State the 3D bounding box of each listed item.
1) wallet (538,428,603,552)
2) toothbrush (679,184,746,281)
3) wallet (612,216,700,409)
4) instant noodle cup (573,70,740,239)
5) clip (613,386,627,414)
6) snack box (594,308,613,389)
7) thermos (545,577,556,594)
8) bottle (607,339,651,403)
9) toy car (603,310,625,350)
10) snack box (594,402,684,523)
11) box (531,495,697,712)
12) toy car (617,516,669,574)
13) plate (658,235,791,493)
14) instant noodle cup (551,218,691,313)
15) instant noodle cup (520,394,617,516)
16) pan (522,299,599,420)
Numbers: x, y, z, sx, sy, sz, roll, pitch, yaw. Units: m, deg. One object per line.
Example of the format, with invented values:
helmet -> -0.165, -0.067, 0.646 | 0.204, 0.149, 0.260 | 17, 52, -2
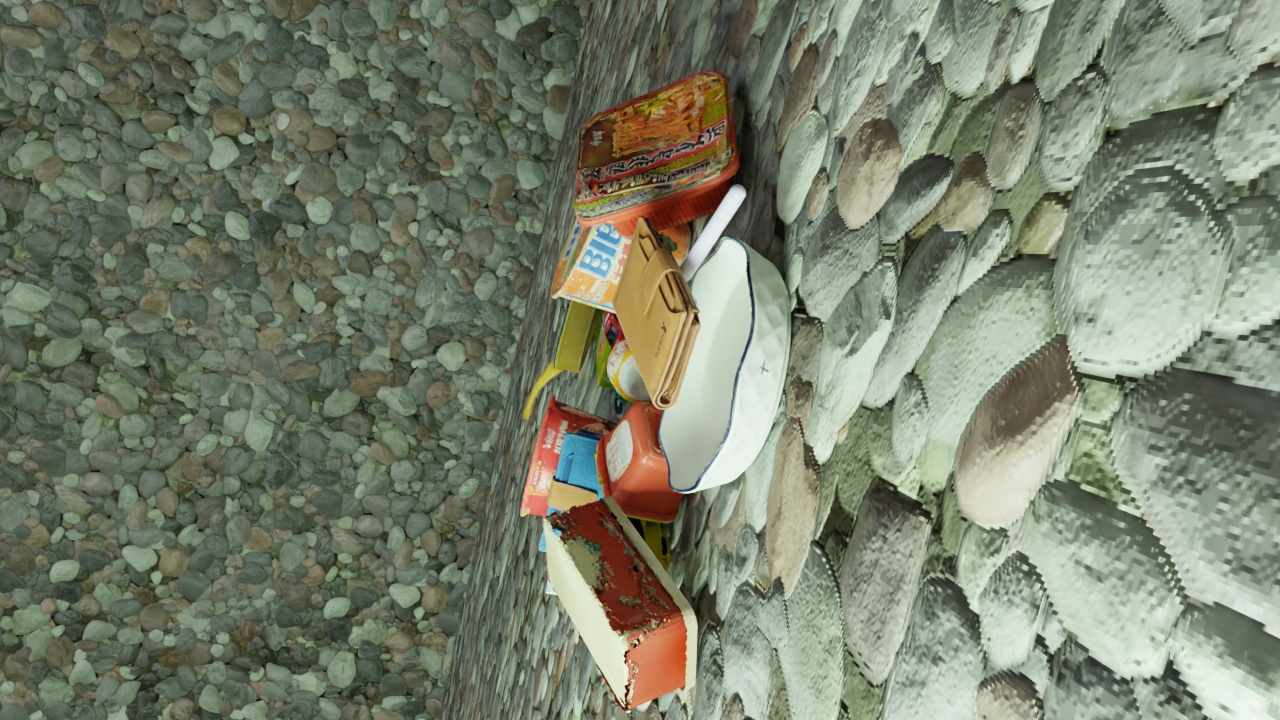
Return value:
wallet -> -0.041, 0.143, 0.939 | 0.040, 0.106, 0.133 | -81, 5, -80
toothbrush -> 0.045, -0.078, 0.748 | 0.029, 0.021, 0.190 | -47, -7, -35
wallet -> 0.012, -0.042, 0.765 | 0.131, 0.031, 0.108 | -112, 29, -42
instant noodle cup -> 0.020, -0.195, 0.903 | 0.079, 0.165, 0.188 | 58, -157, -43
clip -> -0.026, 0.043, 1.177 | 0.056, 0.014, 0.041 | -95, 21, -48
snack box -> -0.041, -0.040, 1.287 | 0.156, 0.026, 0.086 | -97, 21, -54
thermos -> -0.067, 0.180, 1.127 | 0.070, 0.070, 0.220 | 135, 146, -68
bottle -> -0.006, 0.006, 0.999 | 0.108, 0.063, 0.063 | -128, 50, -72
toy car -> -0.023, -0.048, 1.179 | 0.053, 0.045, 0.120 | 113, 161, -48
snack box -> 0.007, 0.091, 0.839 | 0.080, 0.082, 0.091 | -59, 28, 35
box -> -0.028, 0.193, 0.744 | 0.168, 0.078, 0.091 | 45, 143, 51
toy car -> 0.002, 0.183, 0.857 | 0.155, 0.041, 0.071 | -99, 23, -49
plate -> 0.065, 0.006, 0.731 | 0.205, 0.045, 0.205 | -170, 91, -77
instant noodle cup -> -0.019, -0.118, 1.018 | 0.152, 0.111, 0.151 | -59, 17, 30
instant noodle cup -> -0.064, 0.117, 1.021 | 0.138, 0.108, 0.138 | -171, 96, -88
pan -> -0.120, -0.024, 1.439 | 0.197, 0.078, 0.358 | -73, 1, -50
